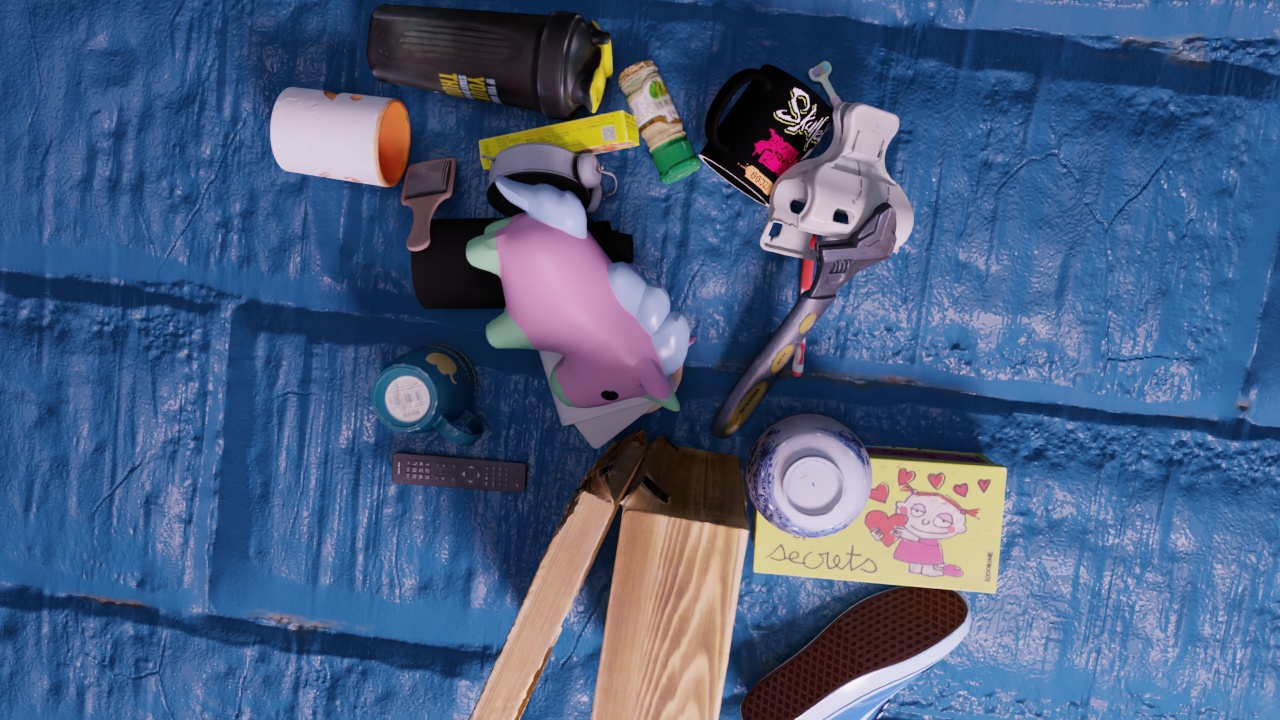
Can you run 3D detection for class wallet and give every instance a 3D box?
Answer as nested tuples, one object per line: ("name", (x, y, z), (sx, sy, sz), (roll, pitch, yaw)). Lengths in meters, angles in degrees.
("wallet", (-0.027, 0.019, 0.864), (0.118, 0.037, 0.115), (-16, 94, 10))

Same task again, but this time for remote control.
("remote control", (-0.182, 0.113, 0.927), (0.136, 0.015, 0.032), (4, 96, 2))

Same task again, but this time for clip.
("clip", (0.189, -0.148, 0.806), (0.126, 0.101, 0.152), (7, 121, -33))

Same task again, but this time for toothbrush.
("toothbrush", (0.202, -0.209, 0.860), (0.022, 0.015, 0.155), (-29, 92, 9))

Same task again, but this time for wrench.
("wrench", (0.142, -0.031, 0.838), (0.073, 0.022, 0.274), (12, 123, -35))

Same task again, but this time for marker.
("marker", (0.157, -0.055, 0.881), (0.013, 0.012, 0.142), (5, 96, 5))

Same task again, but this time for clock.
("clock", (-0.083, -0.165, 0.853), (0.122, 0.095, 0.035), (0, 71, -1))

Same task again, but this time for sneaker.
("sneaker", (0.215, 0.307, 0.890), (0.241, 0.083, 0.098), (-33, 125, 1))

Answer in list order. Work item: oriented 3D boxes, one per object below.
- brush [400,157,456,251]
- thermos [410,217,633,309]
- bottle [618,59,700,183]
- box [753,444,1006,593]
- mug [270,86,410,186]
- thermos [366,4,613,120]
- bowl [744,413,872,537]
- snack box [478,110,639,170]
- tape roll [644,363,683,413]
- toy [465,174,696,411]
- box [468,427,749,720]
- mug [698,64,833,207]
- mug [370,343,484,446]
("brush", (-0.203, -0.150, 0.857), (0.050, 0.135, 0.015), (-9, 136, 5))
("thermos", (-0.106, -0.092, 0.865), (0.199, 0.086, 0.086), (0, 95, 5))
("bottle", (0.018, -0.224, 0.864), (0.043, 0.043, 0.111), (-24, 92, 7))
("box", (0.216, 0.142, 0.861), (0.221, 0.079, 0.124), (6, 96, 4))
("mug", (-0.283, -0.213, 0.873), (0.105, 0.082, 0.082), (9, 96, 5))
("thermos", (-0.137, -0.283, 0.852), (0.221, 0.098, 0.098), (10, 96, 10))
("bowl", (0.149, 0.106, 0.806), (0.114, 0.045, 0.114), (1, 95, 6))
("snack box", (-0.076, -0.204, 0.859), (0.148, 0.040, 0.029), (-7, 94, 19))
("tape roll", (-0.005, 0.005, 0.894), (0.094, 0.027, 0.094), (1, 95, 5))
("toy", (-0.047, -0.053, 0.774), (0.171, 0.119, 0.222), (-3, 116, 17))
("box", (-0.014, 0.190, 0.787), (0.192, 0.279, 0.251), (11, 96, 5))
("mug", (0.104, -0.209, 0.822), (0.098, 0.118, 0.082), (-54, 49, 7))
("mug", (-0.198, 0.039, 0.877), (0.112, 0.104, 0.084), (42, 97, 1))
